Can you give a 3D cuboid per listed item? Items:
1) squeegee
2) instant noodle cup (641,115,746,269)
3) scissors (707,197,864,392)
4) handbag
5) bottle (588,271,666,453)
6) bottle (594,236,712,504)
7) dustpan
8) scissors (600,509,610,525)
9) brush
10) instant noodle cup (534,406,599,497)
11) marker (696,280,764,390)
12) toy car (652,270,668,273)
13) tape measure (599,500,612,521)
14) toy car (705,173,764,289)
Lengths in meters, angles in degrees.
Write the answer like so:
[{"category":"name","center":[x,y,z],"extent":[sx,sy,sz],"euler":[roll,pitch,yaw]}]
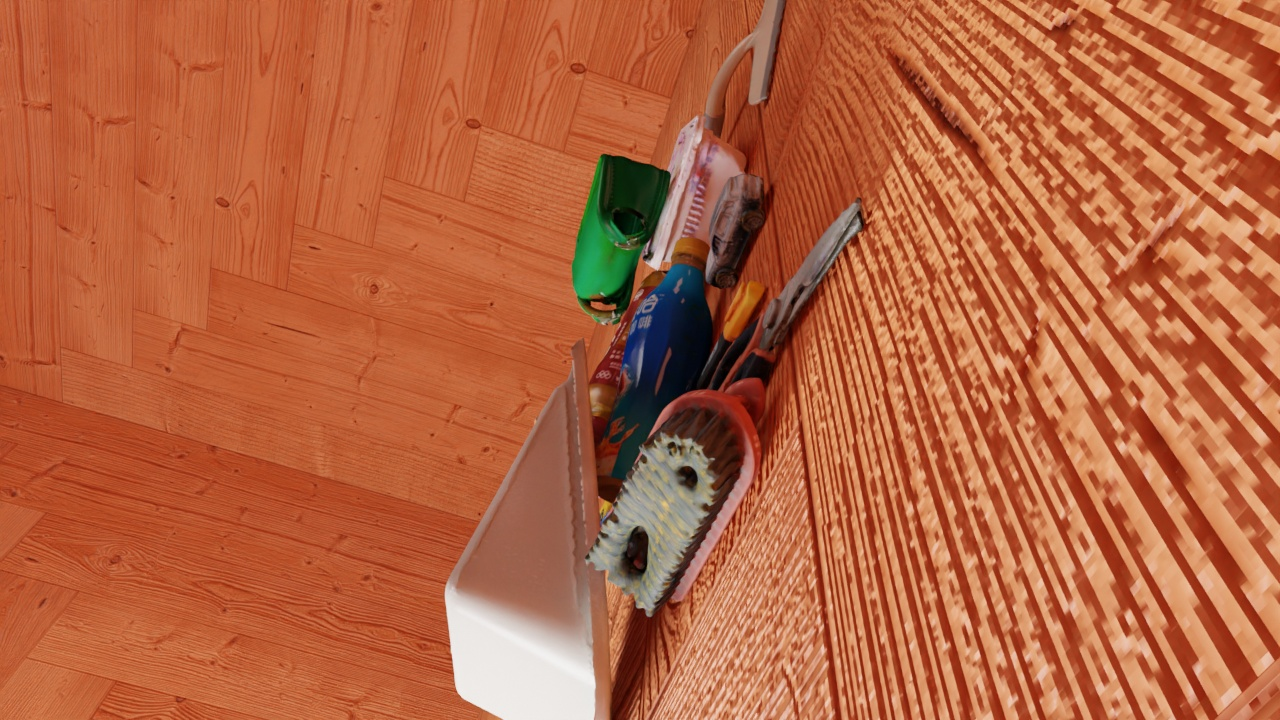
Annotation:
[{"category":"squeegee","center":[0.087,-0.267,0.963],"extent":[0.247,0.039,0.245],"euler":[115,171,-55]},{"category":"instant noodle cup","center":[0.050,-0.148,0.859],"extent":[0.173,0.060,0.138],"euler":[-100,27,-81]},{"category":"scissors","center":[0.067,-0.003,0.487],"extent":[0.210,0.015,0.177],"euler":[-152,80,-85]},{"category":"handbag","center":[-0.019,-0.111,0.837],"extent":[0.132,0.068,0.120],"euler":[115,162,-51]},{"category":"bottle","center":[-0.005,0.005,0.792],"extent":[0.174,0.057,0.058],"euler":[-63,0,-28]},{"category":"bottle","center":[0.018,0.003,0.696],"extent":[0.065,0.065,0.218],"euler":[119,168,-65]},{"category":"dustpan","center":[-0.039,0.163,0.638],"extent":[0.223,0.143,0.256],"euler":[99,-164,-48]},{"category":"scissors","center":[-0.048,0.174,0.813],"extent":[0.163,0.012,0.175],"euler":[-49,39,32]},{"category":"brush","center":[0.024,0.068,0.494],"extent":[0.069,0.063,0.146],"euler":[-36,-23,-45]},{"category":"instant noodle cup","center":[-0.036,0.068,0.862],"extent":[0.099,0.111,0.111],"euler":[141,147,-64]},{"category":"marker","center":[0.057,-0.013,0.617],"extent":[0.124,0.015,0.018],"euler":[112,177,-56]},{"category":"toy car","center":[0.019,-0.039,0.894],"extent":[0.031,0.049,0.105],"euler":[122,165,-63]},{"category":"tape measure","center":[-0.026,0.157,0.846],"extent":[0.060,0.029,0.057],"euler":[115,172,-48]},{"category":"toy car","center":[0.067,-0.094,0.676],"extent":[0.042,0.034,0.091],"euler":[-85,11,-49]}]
